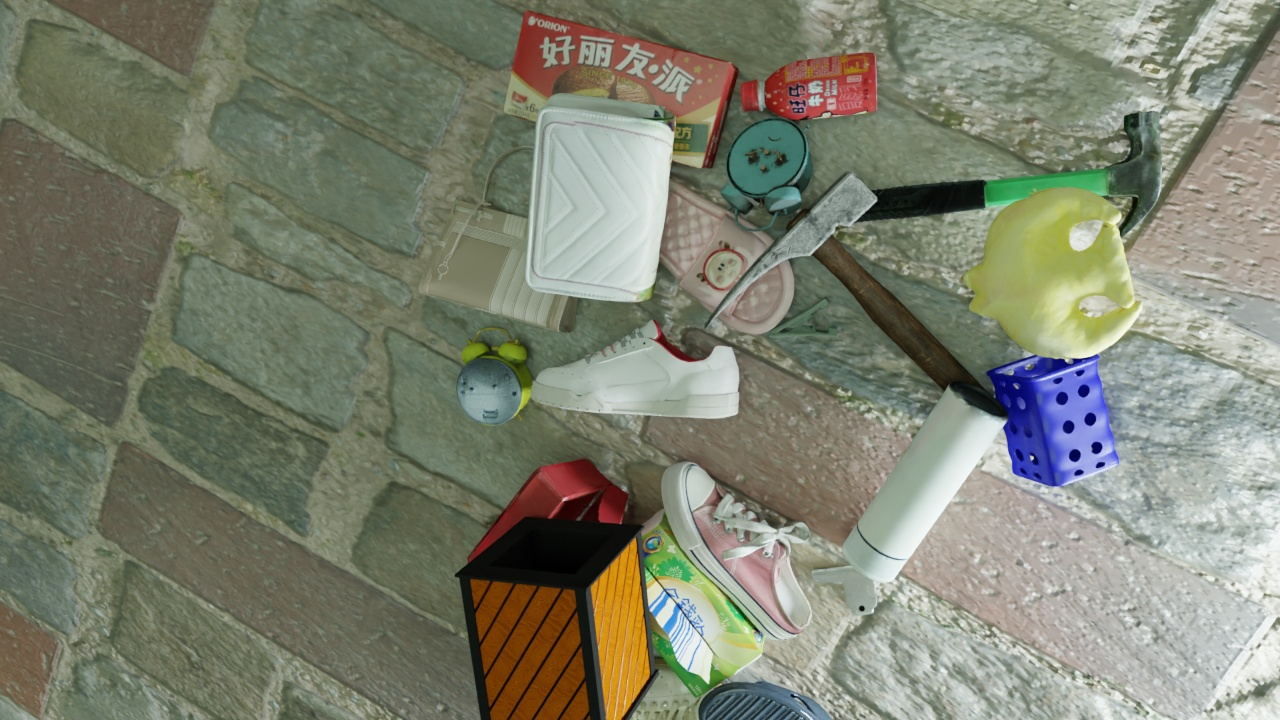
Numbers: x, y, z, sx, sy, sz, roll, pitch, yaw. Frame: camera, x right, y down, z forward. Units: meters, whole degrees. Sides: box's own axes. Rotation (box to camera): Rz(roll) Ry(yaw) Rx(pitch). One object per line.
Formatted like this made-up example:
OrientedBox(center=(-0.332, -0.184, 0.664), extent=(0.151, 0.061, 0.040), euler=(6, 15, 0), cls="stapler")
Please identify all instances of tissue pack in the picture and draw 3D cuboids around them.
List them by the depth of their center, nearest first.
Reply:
OrientedBox(center=(0.043, 0.282, 1.037), extent=(0.197, 0.141, 0.120), euler=(45, 106, 3), cls="tissue pack")

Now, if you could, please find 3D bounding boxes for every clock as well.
OrientedBox(center=(0.134, -0.192, 0.959), extent=(0.090, 0.053, 0.124), euler=(11, 81, 32), cls="clock")
OrientedBox(center=(-0.173, 0.019, 1.091), extent=(0.083, 0.057, 0.119), euler=(-1, 100, 15), cls="clock")

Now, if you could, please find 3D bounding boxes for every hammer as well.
OrientedBox(center=(0.354, -0.170, 0.940), extent=(0.319, 0.032, 0.130), euler=(-3, 99, 15), cls="hammer")
OrientedBox(center=(0.238, -0.018, 0.967), extent=(0.300, 0.037, 0.218), euler=(44, 102, -6), cls="hammer")

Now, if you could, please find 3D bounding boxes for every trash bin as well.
OrientedBox(center=(-0.078, 0.270, 0.927), extent=(0.140, 0.139, 0.172), euler=(0, 104, 23), cls="trash bin")

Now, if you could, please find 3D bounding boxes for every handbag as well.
OrientedBox(center=(-0.042, -0.170, 0.959), extent=(0.142, 0.096, 0.199), euler=(8, 114, -2), cls="handbag")
OrientedBox(center=(-0.144, -0.150, 1.066), extent=(0.176, 0.062, 0.198), euler=(16, 94, 11), cls="handbag")

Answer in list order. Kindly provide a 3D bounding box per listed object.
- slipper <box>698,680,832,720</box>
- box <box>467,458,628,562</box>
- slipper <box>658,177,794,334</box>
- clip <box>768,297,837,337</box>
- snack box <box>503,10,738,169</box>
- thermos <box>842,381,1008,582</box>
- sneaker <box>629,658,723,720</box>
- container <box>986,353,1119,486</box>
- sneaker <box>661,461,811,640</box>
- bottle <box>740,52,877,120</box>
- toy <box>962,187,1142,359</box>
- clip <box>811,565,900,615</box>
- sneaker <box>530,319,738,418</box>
OrientedBox(center=(0.182, 0.433, 1.067), extent=(0.263, 0.082, 0.101), euler=(35, 107, -14), cls="slipper")
OrientedBox(center=(-0.105, 0.199, 1.069), extent=(0.127, 0.137, 0.157), euler=(35, 105, 0), cls="box")
OrientedBox(center=(0.074, -0.121, 1.006), extent=(0.221, 0.055, 0.107), euler=(40, 104, 6), cls="slipper")
OrientedBox(center=(0.177, -0.039, 1.011), extent=(0.076, 0.023, 0.061), euler=(-15, 94, 14), cls="clip")
OrientedBox(center=(-0.022, -0.293, 0.997), extent=(0.236, 0.060, 0.113), euler=(18, 104, 10), cls="snack box")
OrientedBox(center=(0.295, 0.131, 0.965), extent=(0.068, 0.067, 0.231), euler=(29, 116, 8), cls="thermos")
OrientedBox(center=(-0.007, 0.413, 1.092), extent=(0.242, 0.102, 0.089), euler=(5, 100, 12), cls="sneaker")
OrientedBox(center=(0.416, 0.057, 0.925), extent=(0.084, 0.085, 0.113), euler=(-17, 97, -10), cls="container")
OrientedBox(center=(0.120, 0.206, 1.027), extent=(0.088, 0.118, 0.241), euler=(-37, 94, 37), cls="sneaker")
OrientedBox(center=(0.174, -0.280, 0.951), extent=(0.138, 0.061, 0.062), euler=(-2, 99, 16), cls="bottle")
OrientedBox(center=(0.394, -0.083, 0.893), extent=(0.155, 0.064, 0.170), euler=(-12, 93, 40), cls="toy")
OrientedBox(center=(0.248, 0.259, 1.038), extent=(0.102, 0.043, 0.054), euler=(-11, 84, 16), cls="clip")
OrientedBox(center=(-0.006, 0.007, 1.036), extent=(0.237, 0.090, 0.104), euler=(2, 91, 15), cls="sneaker")
